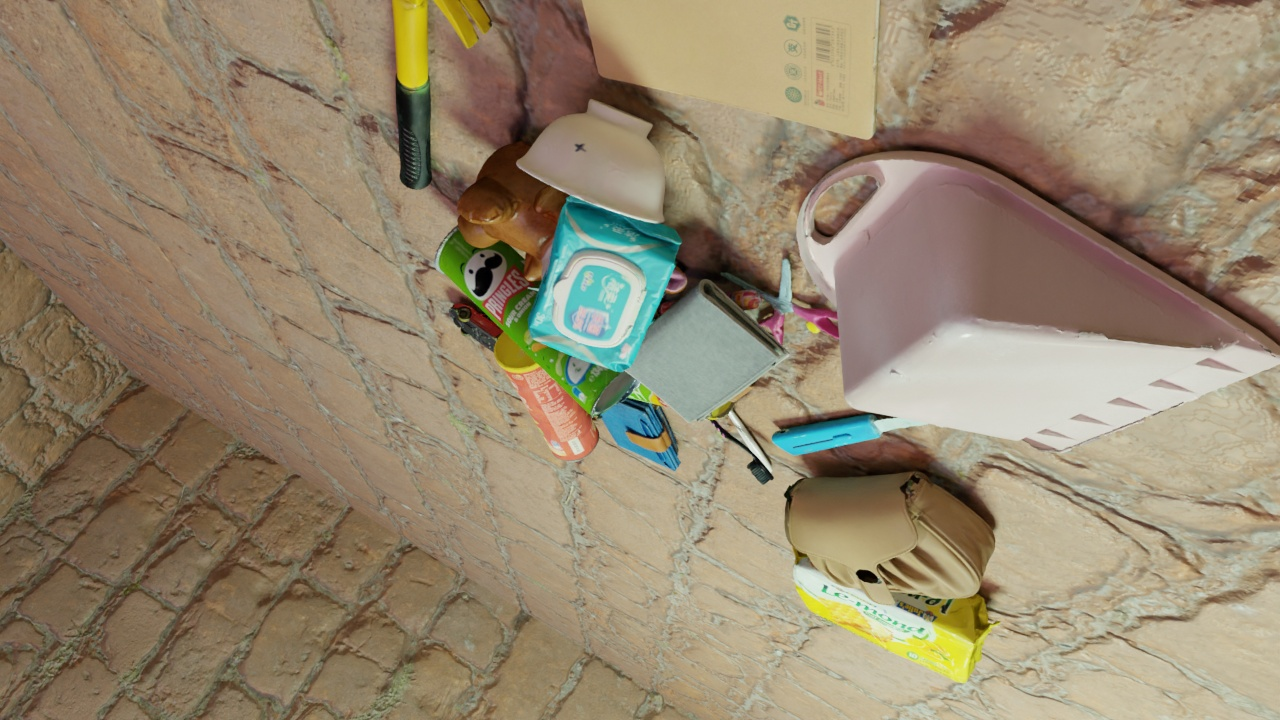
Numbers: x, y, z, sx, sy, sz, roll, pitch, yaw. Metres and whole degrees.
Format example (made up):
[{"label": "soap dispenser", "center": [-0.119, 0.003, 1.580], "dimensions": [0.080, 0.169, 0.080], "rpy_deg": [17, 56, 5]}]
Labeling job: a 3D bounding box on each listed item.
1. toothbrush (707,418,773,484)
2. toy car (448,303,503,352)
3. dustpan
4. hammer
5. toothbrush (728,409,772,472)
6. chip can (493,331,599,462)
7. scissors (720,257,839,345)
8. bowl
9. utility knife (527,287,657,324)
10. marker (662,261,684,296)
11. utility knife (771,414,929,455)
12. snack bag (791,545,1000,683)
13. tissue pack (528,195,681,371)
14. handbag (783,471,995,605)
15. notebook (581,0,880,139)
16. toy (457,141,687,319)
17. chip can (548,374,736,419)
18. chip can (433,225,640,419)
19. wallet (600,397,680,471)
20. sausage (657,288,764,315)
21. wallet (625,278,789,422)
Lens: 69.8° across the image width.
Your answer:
[{"label": "toothbrush", "center": [0.076, 0.066, 0.995], "dimensions": [0.189, 0.018, 0.014], "rpy_deg": [46, -173, -5]}, {"label": "toy car", "center": [-0.191, -0.037, 1.136], "dimensions": [0.106, 0.031, 0.049], "rpy_deg": [32, 154, 10]}, {"label": "dustpan", "center": [0.248, -0.043, 0.642], "dimensions": [0.273, 0.138, 0.223], "rpy_deg": [9, 157, -14]}, {"label": "hammer", "center": [-0.193, -0.240, 0.781], "dimensions": [0.129, 0.032, 0.301], "rpy_deg": [34, 155, 3]}, {"label": "toothbrush", "center": [0.103, 0.071, 1.000], "dimensions": [0.016, 0.016, 0.180], "rpy_deg": [27, 159, 51]}, {"label": "chip can", "center": [-0.111, 0.044, 1.138], "dimensions": [0.073, 0.073, 0.217], "rpy_deg": [19, 151, 28]}, {"label": "scissors", "center": [0.125, -0.042, 0.779], "dimensions": [0.133, 0.017, 0.134], "rpy_deg": [30, 155, 18]}, {"label": "bowl", "center": [-0.026, -0.154, 0.680], "dimensions": [0.118, 0.065, 0.118], "rpy_deg": [21, -165, -6]}, {"label": "utility knife", "center": [-0.023, -0.044, 0.868], "dimensions": [0.176, 0.013, 0.029], "rpy_deg": [16, 174, -20]}, {"label": "marker", "center": [0.010, -0.063, 0.872], "dimensions": [0.022, 0.018, 0.131], "rpy_deg": [44, 153, -3]}, {"label": "utility knife", "center": [0.202, 0.067, 0.877], "dimensions": [0.034, 0.018, 0.219], "rpy_deg": [41, 152, -15]}, {"label": "snack bag", "center": [0.298, 0.290, 1.100], "dimensions": [0.247, 0.068, 0.158], "rpy_deg": [20, 152, 27]}, {"label": "tissue pack", "center": [-0.030, -0.061, 0.713], "dimensions": [0.093, 0.050, 0.134], "rpy_deg": [18, 127, -5]}, {"label": "handbag", "center": [0.244, 0.182, 0.934], "dimensions": [0.148, 0.099, 0.205], "rpy_deg": [47, 148, -20]}, {"label": "notebook", "center": [0.048, -0.217, 0.567], "dimensions": [0.208, 0.008, 0.148], "rpy_deg": [21, 151, 24]}, {"label": "toy", "center": [-0.061, -0.096, 0.786], "dimensions": [0.199, 0.130, 0.140], "rpy_deg": [27, 174, -8]}, {"label": "chip can", "center": [-0.006, 0.006, 0.947], "dimensions": [0.222, 0.072, 0.072], "rpy_deg": [11, 147, 39]}, {"label": "chip can", "center": [-0.101, -0.044, 0.905], "dimensions": [0.236, 0.072, 0.072], "rpy_deg": [42, 158, 17]}, {"label": "wallet", "center": [-0.008, 0.077, 1.120], "dimensions": [0.106, 0.040, 0.133], "rpy_deg": [21, 153, 34]}, {"label": "sausage", "center": [0.059, -0.049, 0.824], "dimensions": [0.020, 0.020, 0.156], "rpy_deg": [45, 157, -22]}, {"label": "wallet", "center": [0.055, -0.005, 0.810], "dimensions": [0.106, 0.036, 0.130], "rpy_deg": [40, 135, -11]}]
